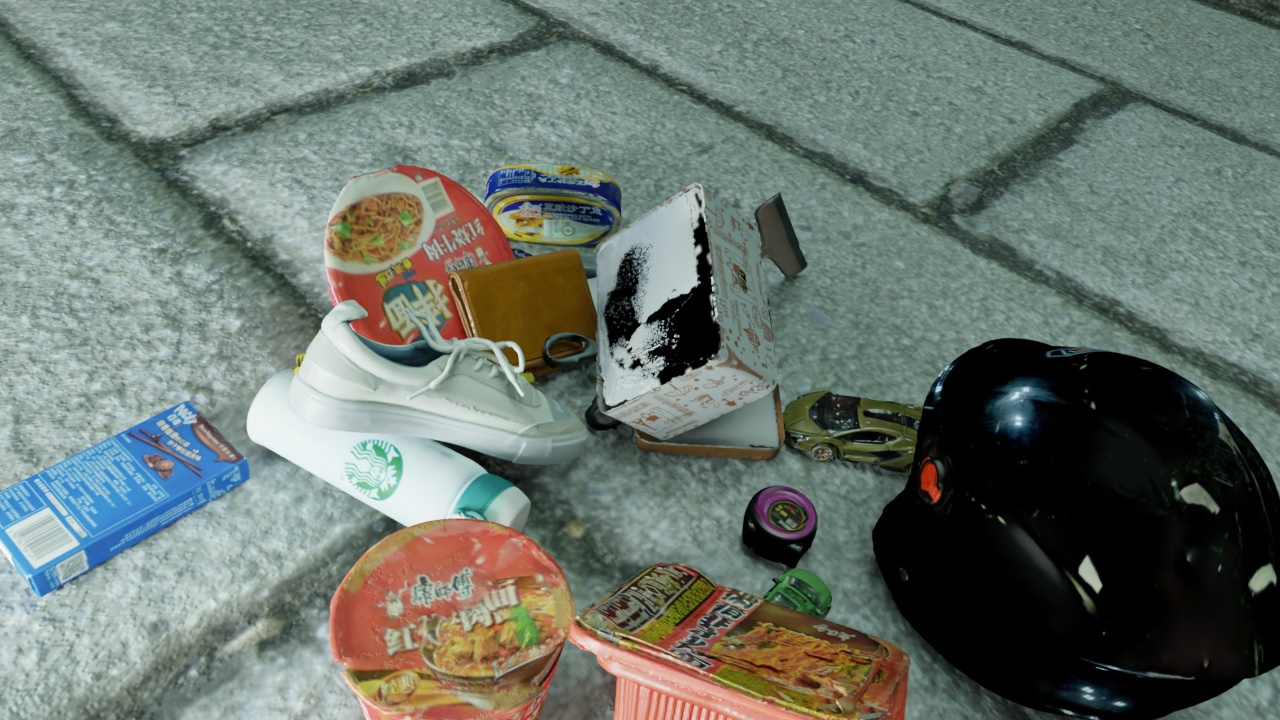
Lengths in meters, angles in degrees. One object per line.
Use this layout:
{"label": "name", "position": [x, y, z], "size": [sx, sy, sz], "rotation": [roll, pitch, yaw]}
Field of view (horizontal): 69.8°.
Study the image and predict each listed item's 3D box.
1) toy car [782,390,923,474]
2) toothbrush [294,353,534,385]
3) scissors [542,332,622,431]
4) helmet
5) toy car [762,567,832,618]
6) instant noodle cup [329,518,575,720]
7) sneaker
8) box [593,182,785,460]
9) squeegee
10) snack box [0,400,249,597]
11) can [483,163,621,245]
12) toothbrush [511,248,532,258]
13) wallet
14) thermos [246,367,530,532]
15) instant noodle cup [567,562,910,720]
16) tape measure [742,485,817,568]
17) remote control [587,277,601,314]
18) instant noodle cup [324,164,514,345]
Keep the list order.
{"label": "toy car", "position": [0.202, 0.062, 0.807], "size": [0.158, 0.042, 0.070], "rotation": [8, 41, 1]}
{"label": "toothbrush", "position": [-0.177, 0.009, 0.736], "size": [0.190, 0.016, 0.016], "rotation": [4, 71, -26]}
{"label": "scissors", "position": [-0.014, -0.001, 0.833], "size": [0.175, 0.014, 0.159], "rotation": [18, 54, -24]}
{"label": "helmet", "position": [0.309, 0.108, 0.633], "size": [0.233, 0.231, 0.274], "rotation": [-5, 82, -16]}
{"label": "toy car", "position": [0.103, 0.182, 0.656], "size": [0.043, 0.036, 0.091], "rotation": [32, 42, 25]}
{"label": "instant noodle cup", "position": [-0.114, 0.181, 0.557], "size": [0.138, 0.109, 0.137], "rotation": [6, 42, -5]}
{"label": "sneaker", "position": [-0.134, 0.015, 0.691], "size": [0.242, 0.091, 0.089], "rotation": [15, 13, -40]}
{"label": "box", "position": [0.059, -0.013, 0.794], "size": [0.181, 0.154, 0.182], "rotation": [26, 49, -39]}
{"label": "squeegee", "position": [0.032, -0.099, 0.917], "size": [0.250, 0.247, 0.040], "rotation": [-2, 81, 16]}
{"label": "snack box", "position": [-0.378, 0.095, 0.665], "size": [0.084, 0.026, 0.156], "rotation": [34, 47, 25]}
{"label": "can", "position": [-0.093, -0.166, 0.981], "size": [0.148, 0.075, 0.049], "rotation": [4, 45, -6]}
{"label": "toothbrush", "position": [-0.109, -0.105, 0.953], "size": [0.189, 0.017, 0.014], "rotation": [24, 40, 14]}
{"label": "wallet", "position": [-0.095, -0.034, 0.817], "size": [0.130, 0.119, 0.035], "rotation": [-16, 2, -38]}
{"label": "thermos", "position": [-0.187, 0.081, 0.687], "size": [0.224, 0.073, 0.073], "rotation": [25, 43, 16]}
{"label": "instant noodle cup", "position": [0.061, 0.190, 0.546], "size": [0.189, 0.079, 0.164], "rotation": [13, 4, 20]}
{"label": "tape measure", "position": [0.108, 0.129, 0.713], "size": [0.057, 0.039, 0.057], "rotation": [22, 47, 14]}
{"label": "remote control", "position": [-0.077, -0.050, 0.892], "size": [0.135, 0.020, 0.056], "rotation": [-14, 46, -22]}
{"label": "instant noodle cup", "position": [-0.199, -0.071, 0.805], "size": [0.066, 0.194, 0.193], "rotation": [-16, 21, 43]}
